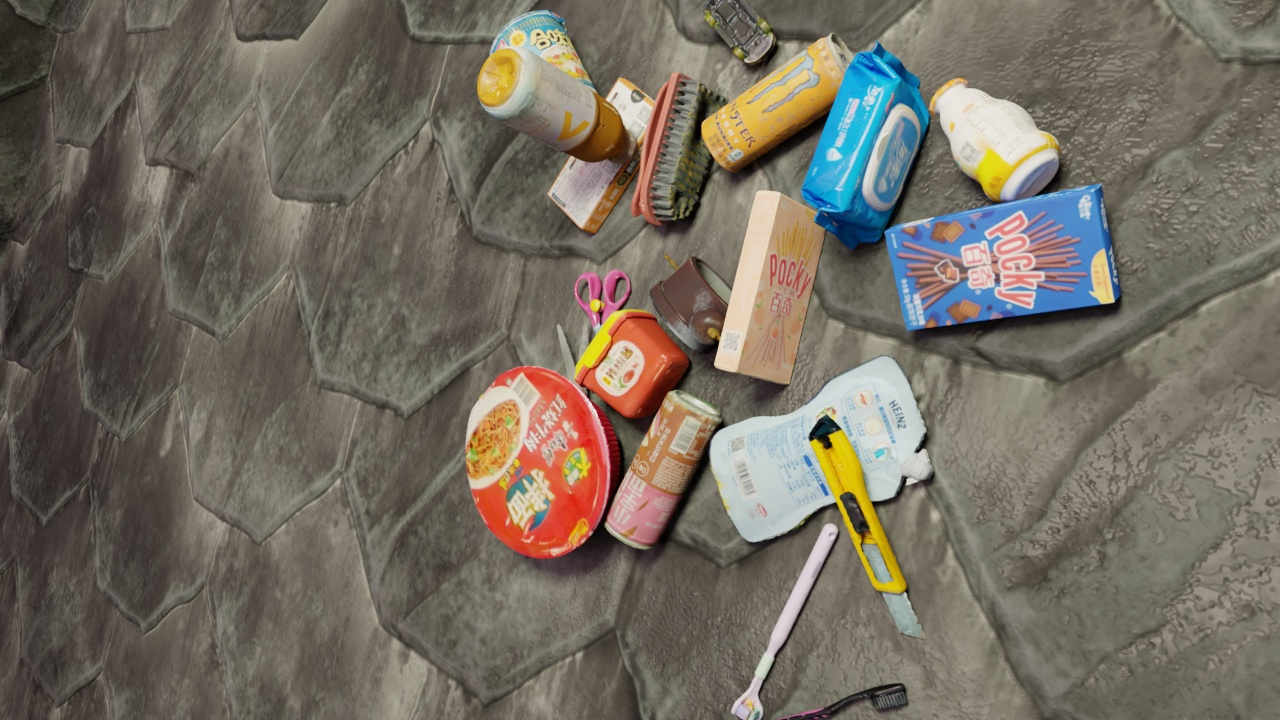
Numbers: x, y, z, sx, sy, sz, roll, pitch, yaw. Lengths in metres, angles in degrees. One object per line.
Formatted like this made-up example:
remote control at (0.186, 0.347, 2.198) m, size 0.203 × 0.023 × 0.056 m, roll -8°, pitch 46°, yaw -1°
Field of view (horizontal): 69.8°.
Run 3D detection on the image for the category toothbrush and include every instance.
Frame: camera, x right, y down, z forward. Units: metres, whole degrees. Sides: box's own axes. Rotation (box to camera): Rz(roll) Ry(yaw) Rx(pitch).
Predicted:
toothbrush at (0.127, 0.225, 0.790) m, size 0.021 × 0.029 × 0.189 m, roll -131°, pitch 63°, yaw -74°
toothbrush at (0.139, 0.301, 0.771) m, size 0.190 × 0.014 × 0.017 m, roll -31°, pitch 77°, yaw 31°

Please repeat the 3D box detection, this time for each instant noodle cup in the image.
instant noodle cup at (-0.101, -0.314, 1.021) m, size 0.099 × 0.099 × 0.110 m, roll -41°, pitch 66°, yaw 25°
instant noodle cup at (-0.090, 0.099, 0.931) m, size 0.194 × 0.065 × 0.194 m, roll 3°, pitch 95°, yaw 36°

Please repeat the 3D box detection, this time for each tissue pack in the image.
tissue pack at (0.191, -0.176, 0.762) m, size 0.052 × 0.094 × 0.157 m, roll 23°, pitch 95°, yaw 37°

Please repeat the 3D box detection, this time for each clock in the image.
clock at (0.060, -0.043, 0.850) m, size 0.055 × 0.082 × 0.122 m, roll -42°, pitch 56°, yaw 17°

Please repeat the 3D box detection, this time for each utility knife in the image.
utility knife at (0.182, 0.135, 0.739) m, size 0.033 × 0.015 × 0.193 m, roll -28°, pitch 81°, yaw 33°

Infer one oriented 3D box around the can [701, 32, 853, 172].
can at (0.128, -0.234, 0.843) m, size 0.146 × 0.058 × 0.058 m, roll -29°, pitch 65°, yaw 31°

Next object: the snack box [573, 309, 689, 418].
snack box at (-0.005, 0.005, 0.899) m, size 0.080 × 0.081 × 0.091 m, roll 42°, pitch 109°, yaw 21°

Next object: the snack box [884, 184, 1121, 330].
snack box at (0.273, -0.076, 0.702) m, size 0.157 × 0.026 × 0.084 m, roll -8°, pitch 103°, yaw 37°

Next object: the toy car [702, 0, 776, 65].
toy car at (0.099, -0.328, 0.897) m, size 0.042 × 0.035 × 0.090 m, roll -45°, pitch 64°, yaw 25°

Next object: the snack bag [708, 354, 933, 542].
snack bag at (0.151, 0.079, 0.783) m, size 0.191 × 0.038 × 0.110 m, roll -27°, pitch 68°, yaw 30°

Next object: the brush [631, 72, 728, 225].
brush at (0.031, -0.206, 0.914) m, size 0.069 × 0.063 × 0.146 m, roll 20°, pitch 97°, yaw 42°

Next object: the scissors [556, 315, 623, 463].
scissors at (-0.061, 0.047, 0.968) m, size 0.170 × 0.014 × 0.159 m, roll 40°, pitch 109°, yaw 34°

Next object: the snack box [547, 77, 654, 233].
snack box at (-0.036, -0.220, 0.990) m, size 0.075 × 0.026 × 0.154 m, roll 48°, pitch 112°, yaw 33°

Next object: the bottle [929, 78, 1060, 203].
bottle at (0.272, -0.174, 0.715) m, size 0.063 × 0.063 × 0.108 m, roll -45°, pitch 58°, yaw 23°

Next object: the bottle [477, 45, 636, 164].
bottle at (-0.072, -0.236, 0.882) m, size 0.068 × 0.189 × 0.068 m, roll -7°, pitch 78°, yaw 35°

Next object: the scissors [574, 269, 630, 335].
scissors at (-0.033, -0.031, 0.966) m, size 0.077 × 0.017 × 0.137 m, roll -12°, pitch 79°, yaw 29°

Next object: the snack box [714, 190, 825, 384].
snack box at (0.116, -0.061, 0.806) m, size 0.026 × 0.084 × 0.157 m, roll 15°, pitch 92°, yaw 42°

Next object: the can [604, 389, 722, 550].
can at (0.021, 0.103, 0.869) m, size 0.058 × 0.057 × 0.147 m, roll 35°, pitch 104°, yaw 37°

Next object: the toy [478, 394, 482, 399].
toy at (-0.150, 0.070, 1.027) m, size 0.100 × 0.031 × 0.096 m, roll -1°, pitch 80°, yaw 39°
